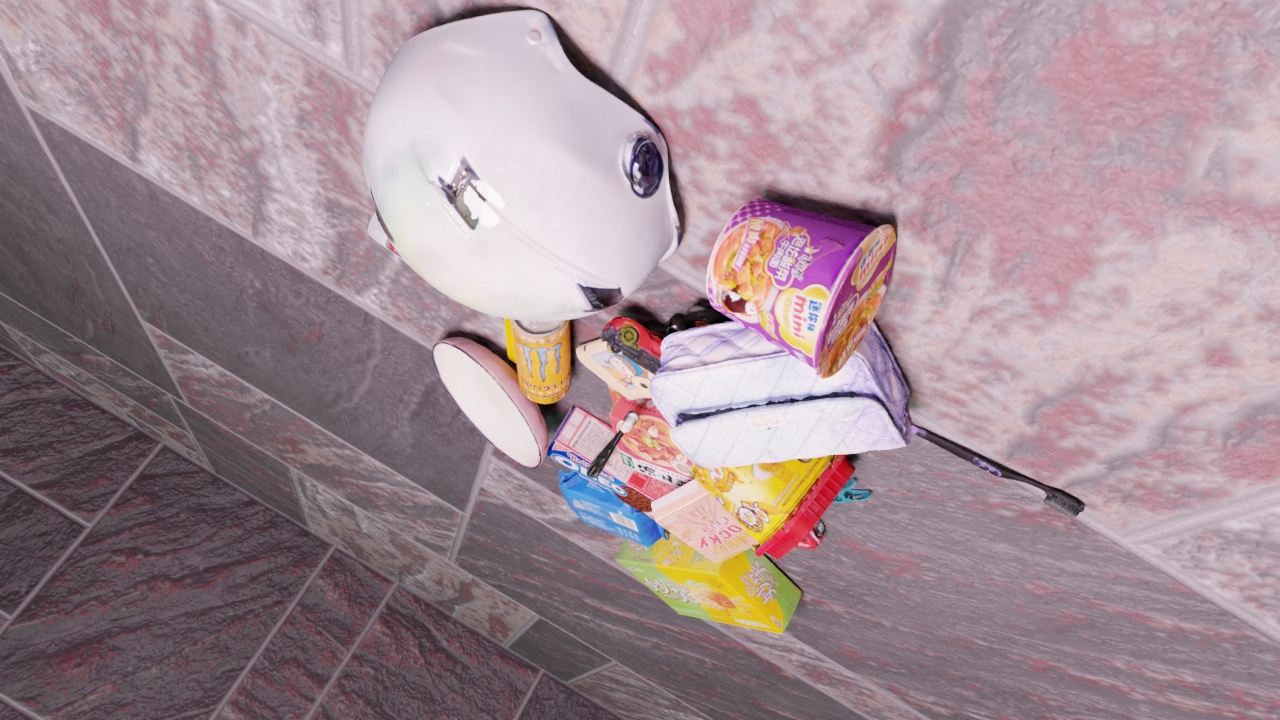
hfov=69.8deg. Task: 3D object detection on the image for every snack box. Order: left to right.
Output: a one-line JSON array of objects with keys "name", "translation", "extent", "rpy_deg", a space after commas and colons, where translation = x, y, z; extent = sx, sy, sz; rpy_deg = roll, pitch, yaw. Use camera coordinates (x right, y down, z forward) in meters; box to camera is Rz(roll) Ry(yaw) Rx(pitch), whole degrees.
[{"name": "snack box", "translation": [-0.010, 0.135, 1.106], "extent": [0.207, 0.058, 0.057], "rpy_deg": [31, 150, 0]}, {"name": "snack box", "translation": [0.016, 0.088, 1.015], "extent": [0.127, 0.044, 0.113], "rpy_deg": [19, 150, 22]}, {"name": "snack box", "translation": [0.090, 0.293, 1.255], "extent": [0.211, 0.069, 0.157], "rpy_deg": [-8, 135, 50]}, {"name": "snack box", "translation": [0.086, 0.179, 1.035], "extent": [0.084, 0.026, 0.157], "rpy_deg": [-31, 139, 15]}]

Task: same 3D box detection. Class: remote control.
[{"name": "remote control", "translation": [-0.222, -0.106, 0.955], "extent": [0.136, 0.020, 0.056], "rpy_deg": [37, 153, -12]}]

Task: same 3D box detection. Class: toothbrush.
[{"name": "toothbrush", "translation": [-0.034, 0.098, 1.007], "extent": [0.015, 0.018, 0.181], "rpy_deg": [31, 149, -2]}, {"name": "toothbrush", "translation": [0.284, 0.086, 0.780], "extent": [0.189, 0.016, 0.014], "rpy_deg": [27, 153, 11]}]

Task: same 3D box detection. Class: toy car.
[{"name": "toy car", "translation": [0.014, -0.005, 0.845], "extent": [0.106, 0.031, 0.049], "rpy_deg": [34, 162, -11]}, {"name": "toy car", "translation": [0.157, 0.173, 1.019], "extent": [0.053, 0.045, 0.120], "rpy_deg": [-2, 140, 48]}]

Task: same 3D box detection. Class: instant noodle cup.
[{"name": "instant noodle cup", "translation": [0.122, 0.109, 0.888], "extent": [0.123, 0.115, 0.116], "rpy_deg": [39, 155, 9]}, {"name": "instant noodle cup", "translation": [0.106, -0.056, 0.630], "extent": [0.099, 0.111, 0.112], "rpy_deg": [26, 153, 24]}]

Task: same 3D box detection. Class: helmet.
[{"name": "helmet", "translation": [-0.100, -0.113, 0.687], "extent": [0.230, 0.145, 0.258], "rpy_deg": [1, 141, 44]}]

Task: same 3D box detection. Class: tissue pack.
[{"name": "tissue pack", "translation": [-0.036, 0.191, 1.229], "extent": [0.157, 0.052, 0.095], "rpy_deg": [17, 147, 25]}]

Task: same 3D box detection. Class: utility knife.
[{"name": "utility knife", "translation": [-0.130, -0.037, 0.980], "extent": [0.033, 0.015, 0.207], "rpy_deg": [28, 155, 7]}]

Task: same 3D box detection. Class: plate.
[{"name": "plate", "translation": [-0.173, 0.045, 1.102], "extent": [0.192, 0.039, 0.193], "rpy_deg": [37, 152, 23]}]

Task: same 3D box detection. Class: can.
[{"name": "can", "translation": [-0.101, -0.012, 0.951], "extent": [0.058, 0.058, 0.146], "rpy_deg": [25, 152, 11]}]

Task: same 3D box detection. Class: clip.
[{"name": "clip", "translation": [0.209, 0.134, 0.936], "extent": [0.040, 0.014, 0.056], "rpy_deg": [39, 150, -13]}]

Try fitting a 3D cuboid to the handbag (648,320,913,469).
[{"name": "handbag", "translation": [0.109, 0.030, 0.751], "extent": [0.194, 0.075, 0.134], "rpy_deg": [-11, 134, 33]}]

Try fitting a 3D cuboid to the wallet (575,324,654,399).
[{"name": "wallet", "translation": [-0.005, 0.005, 0.926], "extent": [0.087, 0.024, 0.115], "rpy_deg": [46, 148, -18]}]

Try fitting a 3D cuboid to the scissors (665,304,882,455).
[{"name": "scissors", "translation": [0.118, 0.022, 0.841], "extent": [0.163, 0.021, 0.234], "rpy_deg": [5, 149, 50]}]
